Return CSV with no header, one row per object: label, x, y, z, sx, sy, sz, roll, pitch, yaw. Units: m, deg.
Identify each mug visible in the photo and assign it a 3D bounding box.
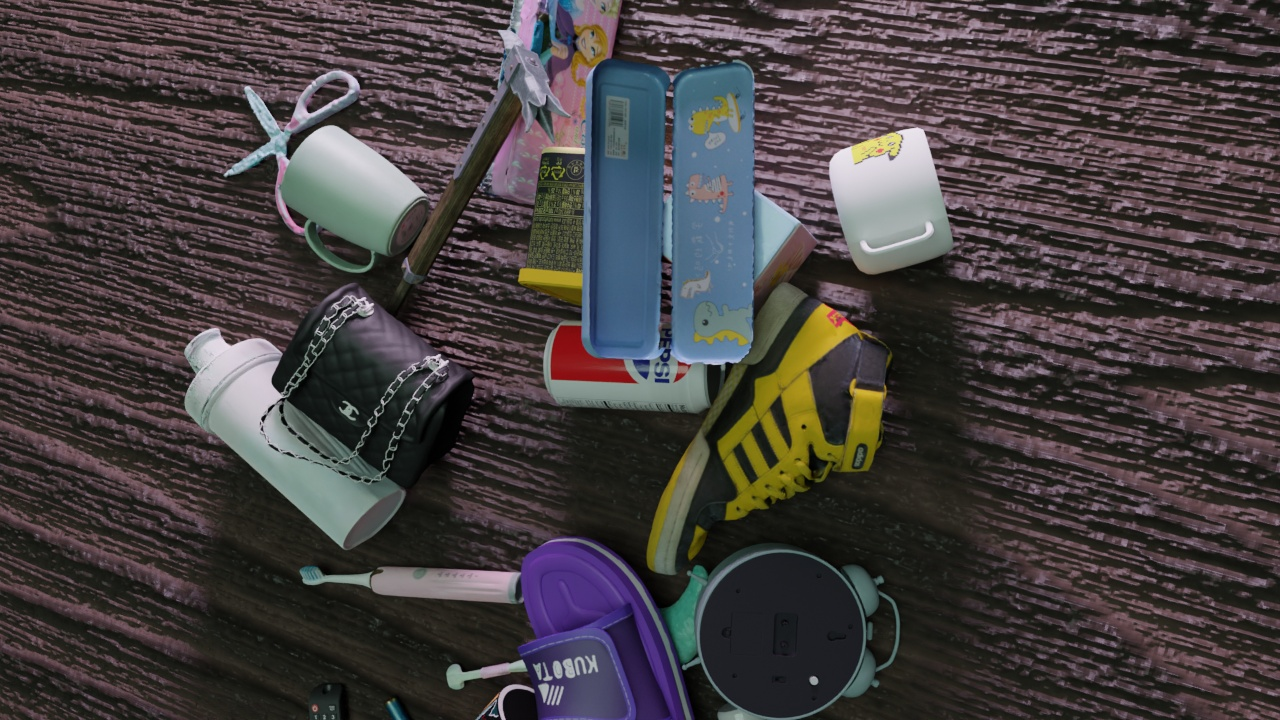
mug,0.177,-0.106,0.647,0.068,0.115,0.094,-15,121,18
mug,-0.251,-0.131,0.808,0.104,0.084,0.111,33,115,3
mug,-0.099,0.340,0.748,0.118,0.081,0.098,38,101,-12

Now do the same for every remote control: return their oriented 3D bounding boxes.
remote control,-0.278,0.369,0.833,0.033,0.015,0.146,-8,86,18

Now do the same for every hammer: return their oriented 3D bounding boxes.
hammer,-0.164,-0.115,0.753,0.318,0.028,0.147,-52,43,30

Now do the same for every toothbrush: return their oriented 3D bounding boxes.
toothbrush,-0.095,0.257,0.776,0.155,0.015,0.022,-15,85,17
toothbrush,-0.205,0.195,0.808,0.223,0.027,0.026,-1,116,18

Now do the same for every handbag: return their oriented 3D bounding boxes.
handbag,-0.226,0.024,0.749,0.153,0.114,0.125,39,126,6

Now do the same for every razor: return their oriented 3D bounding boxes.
razor,-0.185,0.359,0.802,0.144,0.022,0.042,57,140,16

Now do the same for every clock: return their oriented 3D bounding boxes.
clock,0.113,0.198,0.679,0.159,0.045,0.122,3,89,-3

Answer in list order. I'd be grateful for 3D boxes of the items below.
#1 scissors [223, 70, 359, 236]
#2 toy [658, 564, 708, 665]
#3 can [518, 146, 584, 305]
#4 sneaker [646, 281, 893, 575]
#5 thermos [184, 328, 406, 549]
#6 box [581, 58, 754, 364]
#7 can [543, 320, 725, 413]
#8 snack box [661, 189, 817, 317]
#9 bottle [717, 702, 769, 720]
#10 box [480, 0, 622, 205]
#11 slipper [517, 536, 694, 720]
scissors,-0.325,-0.205,0.869,0.177,0.013,0.170,-37,75,16
toy,0.012,0.204,0.732,0.105,0.033,0.085,-6,90,22
can,-0.033,-0.097,0.707,0.073,0.130,0.101,7,88,18
sneaker,0.103,0.072,0.678,0.122,0.086,0.238,27,95,19
thermos,-0.312,0.070,0.817,0.220,0.099,0.099,41,101,11
box,0.020,-0.102,0.637,0.125,0.043,0.209,1,89,-2
can,-0.004,0.004,0.725,0.132,0.070,0.070,2,89,18
snack box,0.068,-0.090,0.691,0.093,0.094,0.079,39,100,15
bottle,0.104,0.343,0.691,0.084,0.046,0.174,-23,81,16
box,-0.075,-0.241,0.757,0.071,0.084,0.230,13,93,46
slipper,-0.027,0.269,0.693,0.107,0.083,0.266,-22,90,30
